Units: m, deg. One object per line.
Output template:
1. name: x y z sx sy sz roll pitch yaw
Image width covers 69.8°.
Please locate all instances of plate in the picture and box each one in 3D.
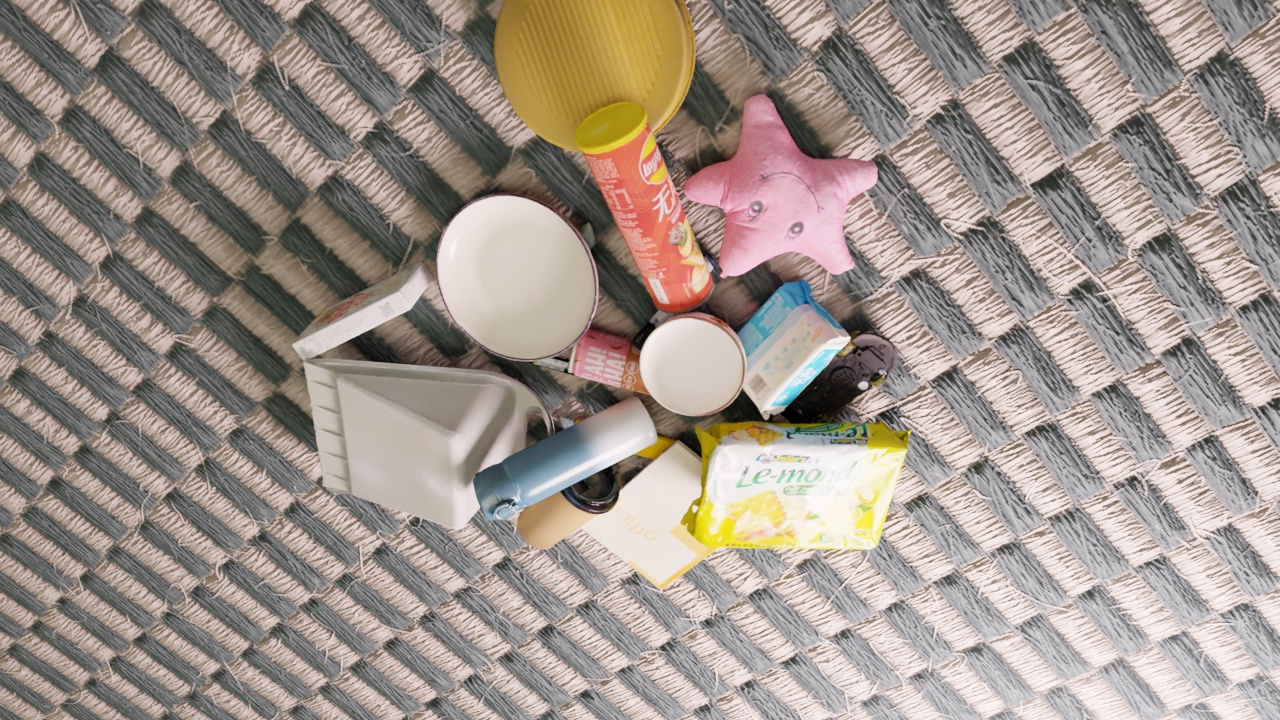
1. plate: -0.133 -0.094 1.019 0.192 0.039 0.193 7 114 15

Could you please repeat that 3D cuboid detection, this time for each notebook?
1. notebook: 0.036 0.199 1.155 0.146 0.010 0.207 40 124 -10

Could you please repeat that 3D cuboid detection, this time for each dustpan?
1. dustpan: -0.249 0.088 1.124 0.258 0.142 0.223 21 131 15

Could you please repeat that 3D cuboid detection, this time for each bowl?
1. bowl: 0.060 -0.002 0.991 0.113 0.062 0.113 5 112 12

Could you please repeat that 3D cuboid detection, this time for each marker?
1. marker: -0.083 0.008 1.095 0.124 0.015 0.018 14 118 4
2. marker: 0.036 -0.065 1.018 0.018 0.022 0.131 32 103 -37

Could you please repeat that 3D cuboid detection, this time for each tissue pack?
1. tissue pack: 0.155 -0.012 1.006 0.140 0.063 0.090 -50 60 26

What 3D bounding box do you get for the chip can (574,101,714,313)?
1. chip can: 0.009 -0.145 0.912 0.073 0.073 0.217 -14 130 15

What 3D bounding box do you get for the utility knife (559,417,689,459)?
1. utility knife: -0.017 0.097 1.133 0.173 0.015 0.033 15 114 1

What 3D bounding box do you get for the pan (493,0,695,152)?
1. pan: -0.020 -0.235 0.935 0.198 0.078 0.357 -13 110 16

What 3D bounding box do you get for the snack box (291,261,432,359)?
1. snack box: -0.318 -0.057 1.052 0.157 0.084 0.027 -22 115 19

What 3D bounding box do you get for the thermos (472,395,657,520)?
1. thermos: -0.088 0.116 1.067 0.220 0.070 0.070 -26 116 -13

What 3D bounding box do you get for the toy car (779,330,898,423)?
1. toy car: 0.220 0.021 1.040 0.070 0.042 0.158 40 122 -18

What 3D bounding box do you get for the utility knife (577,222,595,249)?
1. utility knife: -0.108 -0.103 1.038 0.161 0.013 0.029 -34 107 26

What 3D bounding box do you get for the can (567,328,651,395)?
1. can: -0.006 0.006 1.057 0.147 0.057 0.058 15 120 0

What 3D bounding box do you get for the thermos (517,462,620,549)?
1. thermos: -0.093 0.176 1.151 0.093 0.092 0.144 35 126 -11

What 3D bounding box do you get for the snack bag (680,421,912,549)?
1. snack bag: 0.175 0.139 1.048 0.246 0.068 0.158 2 122 -7

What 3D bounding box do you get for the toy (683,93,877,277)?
1. toy: 0.143 -0.152 0.936 0.194 0.074 0.179 32 110 -9
